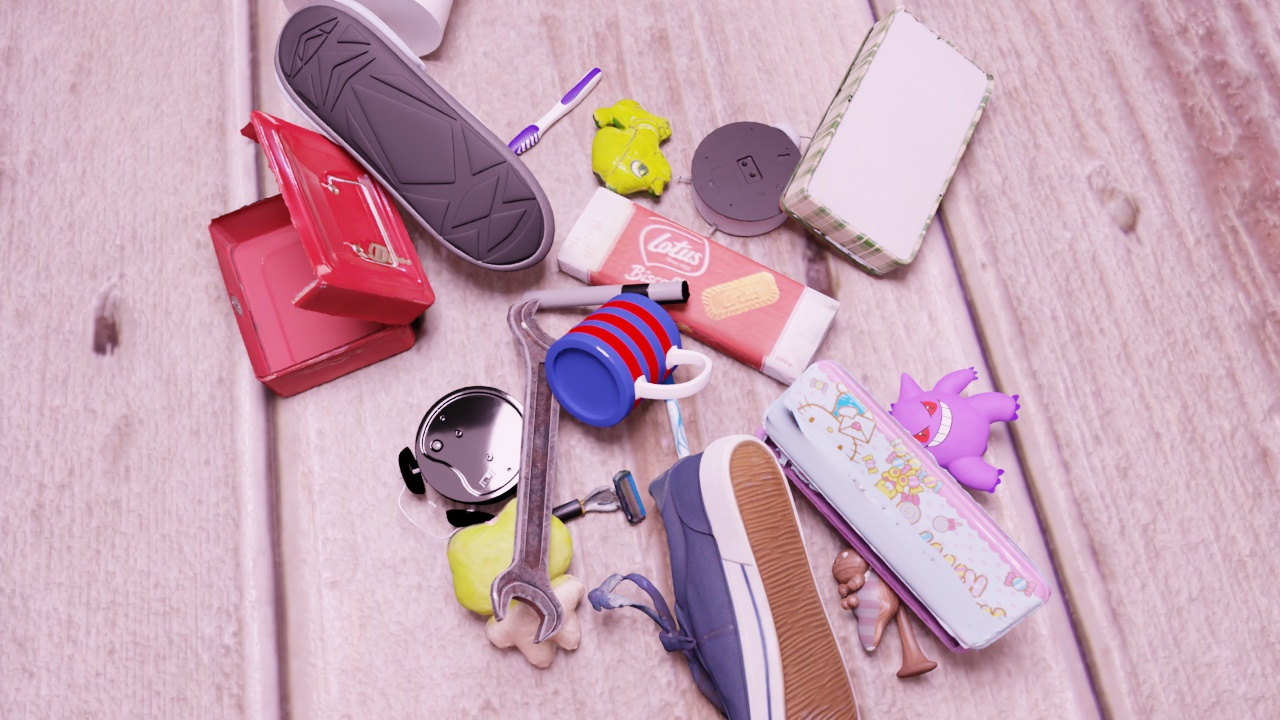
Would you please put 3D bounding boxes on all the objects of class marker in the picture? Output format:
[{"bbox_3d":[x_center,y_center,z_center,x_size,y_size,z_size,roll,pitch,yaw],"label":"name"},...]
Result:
[{"bbox_3d":[-0.030,-0.051,0.726,0.141,0.016,0.016,-2,69,23],"label":"marker"},{"bbox_3d":[0.027,0.042,0.720,0.013,0.013,0.141,-11,71,-3],"label":"marker"}]

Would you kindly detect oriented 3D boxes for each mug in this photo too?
[{"bbox_3d":[-0.004,0.004,0.679,0.112,0.075,0.076,17,38,28],"label":"mug"}]

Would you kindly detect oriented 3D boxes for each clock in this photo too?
[{"bbox_3d":[0.100,-0.156,0.777,0.122,0.035,0.094,-21,72,-7],"label":"clock"},{"bbox_3d":[-0.130,0.077,0.694,0.091,0.043,0.120,35,75,12],"label":"clock"}]

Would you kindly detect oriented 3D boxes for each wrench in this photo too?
[{"bbox_3d":[-0.074,0.067,0.663,0.070,0.010,0.272,23,49,-29],"label":"wrench"}]

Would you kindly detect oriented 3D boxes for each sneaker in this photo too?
[{"bbox_3d":[0.060,0.207,0.633,0.128,0.120,0.294,-25,73,37],"label":"sneaker"},{"bbox_3d":[-0.165,-0.180,0.750,0.256,0.160,0.093,43,102,-8],"label":"sneaker"}]

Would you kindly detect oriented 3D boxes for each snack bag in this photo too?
[{"bbox_3d":[0.045,-0.062,0.743,0.225,0.041,0.077,28,75,8],"label":"snack bag"}]

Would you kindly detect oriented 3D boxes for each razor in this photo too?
[{"bbox_3d":[-0.070,0.121,0.691,0.144,0.022,0.043,-19,108,-2],"label":"razor"}]

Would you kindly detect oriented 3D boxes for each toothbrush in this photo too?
[{"bbox_3d":[-0.098,-0.196,0.804,0.016,0.015,0.186,41,75,15],"label":"toothbrush"}]

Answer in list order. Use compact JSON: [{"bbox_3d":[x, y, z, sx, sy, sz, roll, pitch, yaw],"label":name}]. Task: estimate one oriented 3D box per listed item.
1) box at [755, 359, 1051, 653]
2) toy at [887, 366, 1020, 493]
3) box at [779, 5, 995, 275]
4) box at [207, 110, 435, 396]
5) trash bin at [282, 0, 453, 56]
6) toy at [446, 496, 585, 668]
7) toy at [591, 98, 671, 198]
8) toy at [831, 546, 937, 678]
[{"bbox_3d":[0.185,0.092,0.641,0.214,0.093,0.089,48,35,15],"label":"box"},{"bbox_3d":[0.228,0.053,0.692,0.088,0.056,0.106,16,82,10],"label":"toy"},{"bbox_3d":[0.205,-0.182,0.759,0.117,0.050,0.205,30,73,-12],"label":"box"},{"bbox_3d":[-0.261,-0.070,0.717,0.166,0.151,0.157,-36,68,27],"label":"box"},{"bbox_3d":[-0.222,-0.387,0.794,0.195,0.195,0.199,7,80,3],"label":"trash bin"},{"bbox_3d":[-0.083,0.161,0.658,0.092,0.043,0.118,-29,94,-8],"label":"toy"},{"bbox_3d":[-0.007,-0.183,0.789,0.094,0.036,0.093,34,67,10],"label":"toy"},{"bbox_3d":[0.170,0.174,0.658,0.054,0.042,0.101,2,60,-22],"label":"toy"}]
